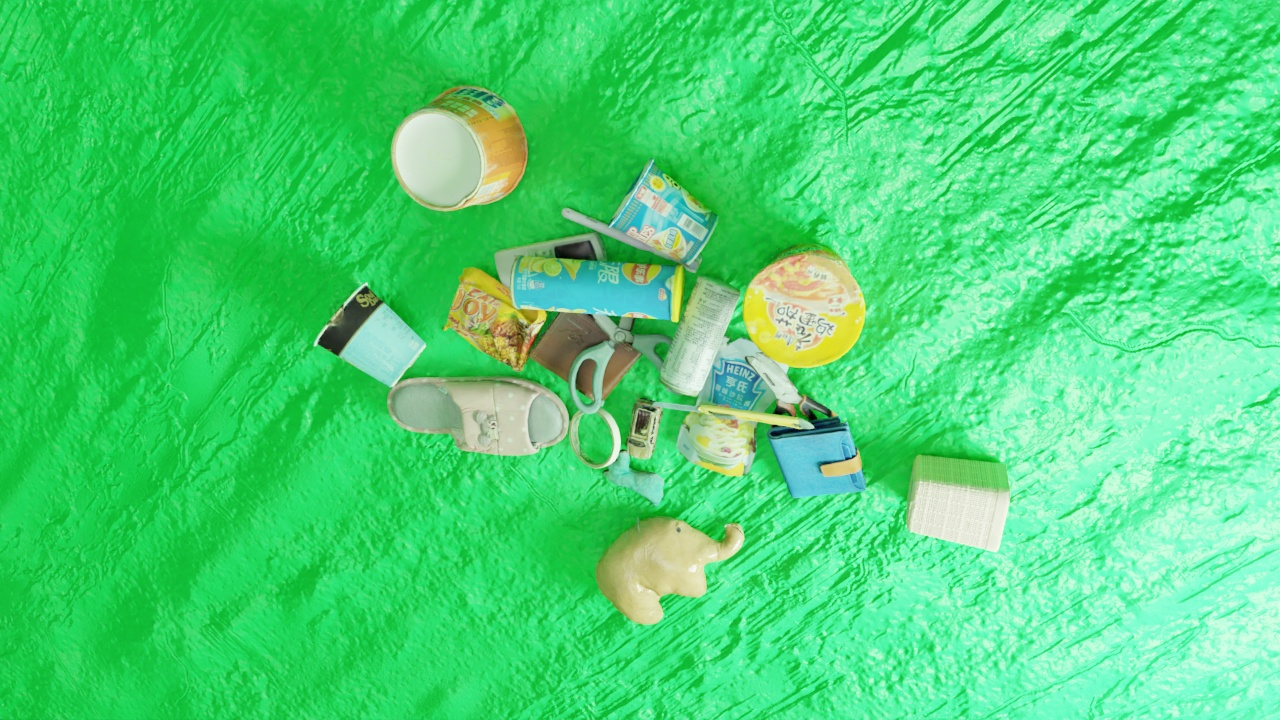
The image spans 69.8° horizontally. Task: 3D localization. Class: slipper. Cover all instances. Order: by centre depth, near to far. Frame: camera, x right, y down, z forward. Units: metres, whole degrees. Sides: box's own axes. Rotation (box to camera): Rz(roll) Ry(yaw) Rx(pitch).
[{"bbox_3d":[-0.235,0.076,1.295,0.274,0.054,0.114,6,113,13],"label":"slipper"}]

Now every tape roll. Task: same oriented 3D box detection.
[{"bbox_3d":[-0.063,0.106,1.266,0.086,0.013,0.086,10,105,39],"label":"tape roll"}]

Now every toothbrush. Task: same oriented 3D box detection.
[{"bbox_3d":[-0.013,-0.155,1.164,0.189,0.029,0.021,22,153,6],"label":"toothbrush"}]

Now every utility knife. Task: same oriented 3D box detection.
[{"bbox_3d":[0.113,0.066,1.174,0.220,0.022,0.031,11,156,28],"label":"utility knife"}]

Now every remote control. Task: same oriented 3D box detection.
[{"bbox_3d":[-0.117,-0.127,1.200,0.150,0.021,0.058,-9,110,18],"label":"remote control"}]

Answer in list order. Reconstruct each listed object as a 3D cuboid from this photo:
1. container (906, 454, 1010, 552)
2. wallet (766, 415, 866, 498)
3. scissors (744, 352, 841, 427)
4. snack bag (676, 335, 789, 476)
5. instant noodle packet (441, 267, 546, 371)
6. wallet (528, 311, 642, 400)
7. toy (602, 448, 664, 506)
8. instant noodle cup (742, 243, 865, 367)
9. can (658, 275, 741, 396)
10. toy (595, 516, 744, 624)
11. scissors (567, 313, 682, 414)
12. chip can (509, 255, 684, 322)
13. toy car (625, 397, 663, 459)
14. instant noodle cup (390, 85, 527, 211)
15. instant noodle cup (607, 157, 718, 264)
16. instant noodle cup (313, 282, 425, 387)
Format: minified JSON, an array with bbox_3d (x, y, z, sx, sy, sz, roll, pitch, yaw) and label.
[{"bbox_3d":[0.398,0.176,1.159,0.111,0.089,0.090,8,114,13],"label":"container"},{"bbox_3d":[0.230,0.129,1.186,0.106,0.040,0.133,-9,135,19],"label":"wallet"},{"bbox_3d":[0.175,0.051,1.142,0.206,0.015,0.193,17,147,-15],"label":"scissors"},{"bbox_3d":[0.119,0.058,1.210,0.110,0.038,0.191,23,115,16],"label":"snack bag"},{"bbox_3d":[-0.199,-0.054,1.232,0.128,0.044,0.111,31,126,2],"label":"instant noodle packet"},{"bbox_3d":[-0.073,-0.012,1.231,0.124,0.032,0.101,35,111,-5],"label":"wallet"},{"bbox_3d":[-0.009,0.162,1.282,0.092,0.030,0.097,18,138,10],"label":"toy"},{"bbox_3d":[0.198,-0.074,1.094,0.138,0.109,0.138,5,113,13],"label":"instant noodle cup"},{"bbox_3d":[0.074,-0.031,1.154,0.058,0.058,0.147,22,102,5],"label":"can"},{"bbox_3d":[0.036,0.282,1.303,0.226,0.082,0.143,-37,104,21],"label":"toy"},{"bbox_3d":[-0.007,0.007,1.204,0.180,0.019,0.170,21,104,-2],"label":"scissors"},{"bbox_3d":[-0.053,-0.091,1.149,0.210,0.071,0.071,5,113,10],"label":"chip can"},{"bbox_3d":[0.003,0.096,1.255,0.042,0.035,0.091,16,118,10],"label":"toy car"},{"bbox_3d":[-0.227,-0.255,1.125,0.151,0.111,0.151,5,113,12],"label":"instant noodle cup"},{"bbox_3d":[0.032,-0.174,1.108,0.110,0.099,0.099,32,116,-8],"label":"instant noodle cup"},{"bbox_3d":[-0.366,-0.027,1.264,0.120,0.111,0.111,40,116,-11],"label":"instant noodle cup"}]
